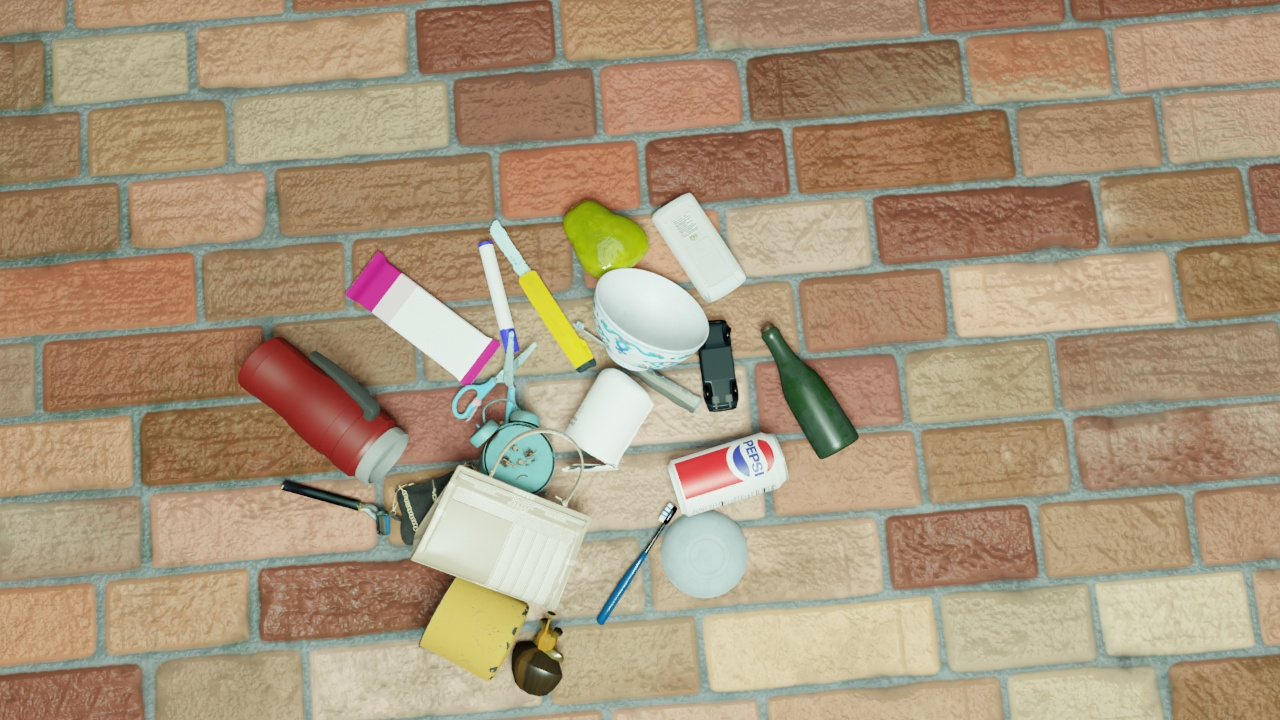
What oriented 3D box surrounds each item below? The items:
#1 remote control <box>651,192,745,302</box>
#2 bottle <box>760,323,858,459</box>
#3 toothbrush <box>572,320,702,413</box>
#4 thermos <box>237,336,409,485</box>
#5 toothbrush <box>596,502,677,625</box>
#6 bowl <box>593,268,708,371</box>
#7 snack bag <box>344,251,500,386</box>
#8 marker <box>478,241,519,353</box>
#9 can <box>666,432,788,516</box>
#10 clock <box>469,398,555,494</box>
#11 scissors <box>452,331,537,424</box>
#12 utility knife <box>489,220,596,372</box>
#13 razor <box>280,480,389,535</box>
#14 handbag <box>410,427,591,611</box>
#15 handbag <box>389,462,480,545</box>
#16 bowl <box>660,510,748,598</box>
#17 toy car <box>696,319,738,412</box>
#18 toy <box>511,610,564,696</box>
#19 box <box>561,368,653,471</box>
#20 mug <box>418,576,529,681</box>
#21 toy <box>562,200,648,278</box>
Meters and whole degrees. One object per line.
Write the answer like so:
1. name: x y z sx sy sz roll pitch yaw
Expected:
1. remote control: 0.072 -0.142 1.146 0.060 0.025 0.138 -32 82 -3
2. bottle: 0.196 0.032 1.111 0.055 0.055 0.174 -30 83 -3
3. toothbrush: -0.007 0.007 1.132 0.185 0.022 0.024 34 120 4
4. thermos: -0.373 0.051 1.091 0.198 0.083 0.108 37 122 6
5. toothbrush: -0.005 0.246 1.107 0.014 0.014 0.167 33 86 15
6. bowl: 0.001 -0.036 1.098 0.144 0.143 0.074 32 127 4
7. snack bag: -0.271 -0.051 1.143 0.196 0.016 0.070 36 89 4
8. marker: -0.177 -0.079 1.143 0.020 0.020 0.141 -15 83 -1
9. can: 0.103 0.134 1.091 0.132 0.070 0.070 -17 83 -2
10. clock: -0.155 0.107 1.091 0.089 0.053 0.124 -15 83 -30
11. scissors: -0.160 0.037 1.124 0.111 0.015 0.141 45 100 -1
12. utility knife: -0.124 -0.081 1.145 0.030 0.019 0.223 -33 89 -9
13. razor: -0.369 0.172 1.117 0.144 0.043 0.022 19 40 6
14. handbag: -0.136 0.164 1.038 0.175 0.062 0.198 25 104 -17
15. handbag: -0.239 0.173 1.105 0.128 0.054 0.079 -18 72 1
16. bowl: 0.078 0.232 1.095 0.106 0.039 0.106 0 83 0
17. toy car: 0.094 0.007 1.124 0.046 0.034 0.112 -7 84 0
18. toy: -0.116 0.340 1.075 0.076 0.062 0.100 25 100 39
19. box: -0.042 0.086 1.096 0.089 0.080 0.143 35 86 -10
20. mug: -0.193 0.315 1.065 0.094 0.100 0.124 28 121 2
21. toy: -0.047 -0.154 1.136 0.090 0.051 0.110 -39 82 -6
